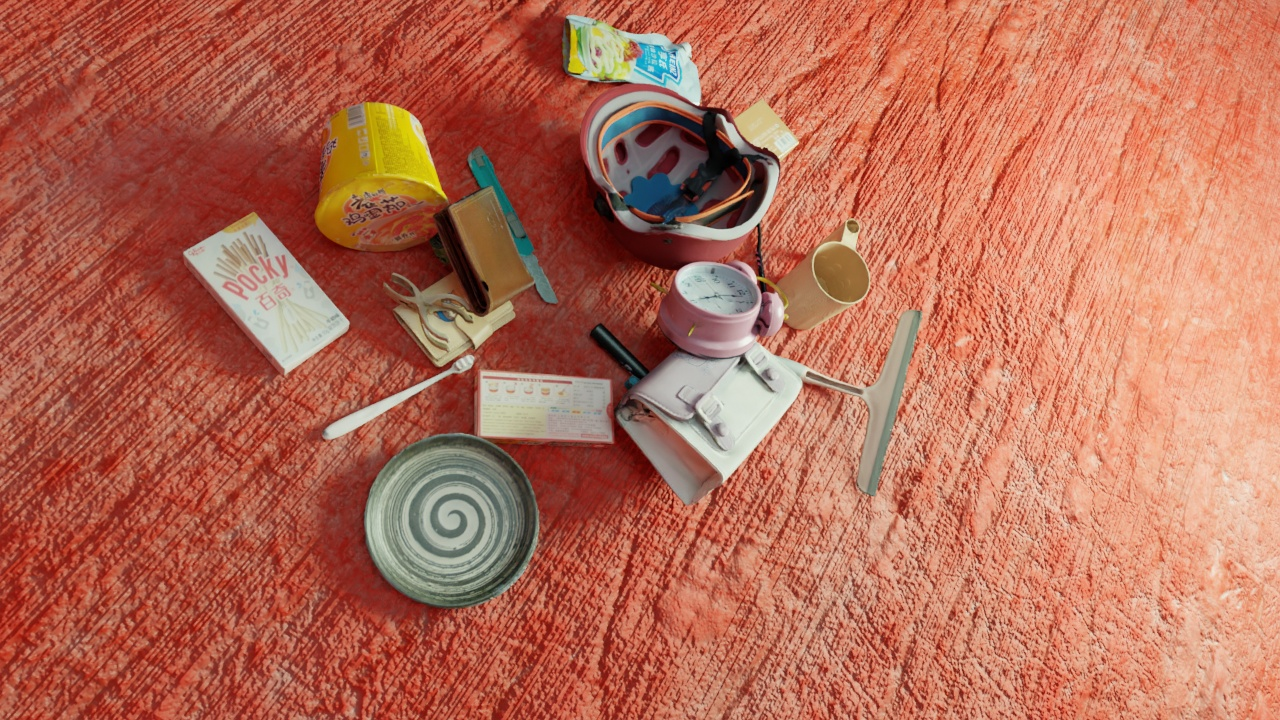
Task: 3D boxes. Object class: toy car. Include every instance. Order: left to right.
[{"bbox_3d":[-0.193,-0.138,1.042,0.091,0.043,0.036,-25,128,-23],"label":"toy car"}]

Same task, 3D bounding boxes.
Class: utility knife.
[{"bbox_3d":[-0.151,-0.161,1.085,0.029,0.013,0.216,-25,83,-28],"label":"utility knife"}]

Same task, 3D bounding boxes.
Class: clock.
[{"bbox_3d":[0.098,-0.064,1.050,0.158,0.060,0.117,-11,46,-28],"label":"clock"}]

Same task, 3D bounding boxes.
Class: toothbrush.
[{"bbox_3d":[-0.253,0.038,0.970,0.179,0.016,0.016,-30,83,-28],"label":"toothbrush"},{"bbox_3d":[0.155,-0.120,1.201,0.017,0.014,0.189,-1,72,-13],"label":"toothbrush"}]

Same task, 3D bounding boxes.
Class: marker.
[{"bbox_3d":[-0.006,0.006,1.083,0.132,0.020,0.022,44,73,-4],"label":"marker"}]

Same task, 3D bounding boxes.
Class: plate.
[{"bbox_3d":[-0.192,0.165,0.944,0.179,0.024,0.179,7,71,-20],"label":"plate"}]

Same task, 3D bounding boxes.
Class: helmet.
[{"bbox_3d":[0.032,-0.207,1.110,0.240,0.144,0.206,42,65,13],"label":"helmet"}]

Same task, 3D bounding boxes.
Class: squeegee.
[{"bbox_3d":[0.210,0.016,1.161,0.249,0.040,0.247,19,83,-10],"label":"squeegee"}]

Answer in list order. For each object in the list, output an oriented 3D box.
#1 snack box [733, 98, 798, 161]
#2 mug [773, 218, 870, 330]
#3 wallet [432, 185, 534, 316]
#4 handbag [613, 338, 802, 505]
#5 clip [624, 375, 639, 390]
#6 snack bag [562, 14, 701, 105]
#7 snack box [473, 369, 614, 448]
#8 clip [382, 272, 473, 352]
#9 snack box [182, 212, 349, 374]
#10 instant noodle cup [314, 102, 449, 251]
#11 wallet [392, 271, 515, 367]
[{"bbox_3d":[0.133,-0.269,1.197,0.092,0.095,0.077,-41,90,-29],"label":"snack box"},{"bbox_3d":[0.233,-0.109,1.177,0.084,0.104,0.124,24,64,-14],"label":"mug"},{"bbox_3d":[-0.165,-0.119,0.987,0.101,0.032,0.124,-50,123,-57],"label":"wallet"},{"bbox_3d":[0.079,0.045,1.045,0.145,0.099,0.196,43,46,5],"label":"handbag"},{"bbox_3d":[0.006,0.040,1.076,0.056,0.043,0.014,41,59,-5],"label":"clip"},{"bbox_3d":[-0.009,-0.397,1.218,0.190,0.039,0.110,6,58,-22],"label":"snack bag"},{"bbox_3d":[-0.107,0.055,1.020,0.155,0.027,0.077,5,70,-21],"label":"snack box"},{"bbox_3d":[-0.219,-0.062,0.988,0.092,0.035,0.103,-30,75,-21],"label":"clip"},{"bbox_3d":[-0.385,-0.070,0.948,0.084,0.027,0.157,-41,91,-29],"label":"snack box"},{"bbox_3d":[-0.281,-0.198,0.982,0.137,0.138,0.109,-3,64,-24],"label":"instant noodle cup"},{"bbox_3d":[-0.203,-0.052,1.020,0.114,0.024,0.087,-38,90,-30],"label":"wallet"}]
